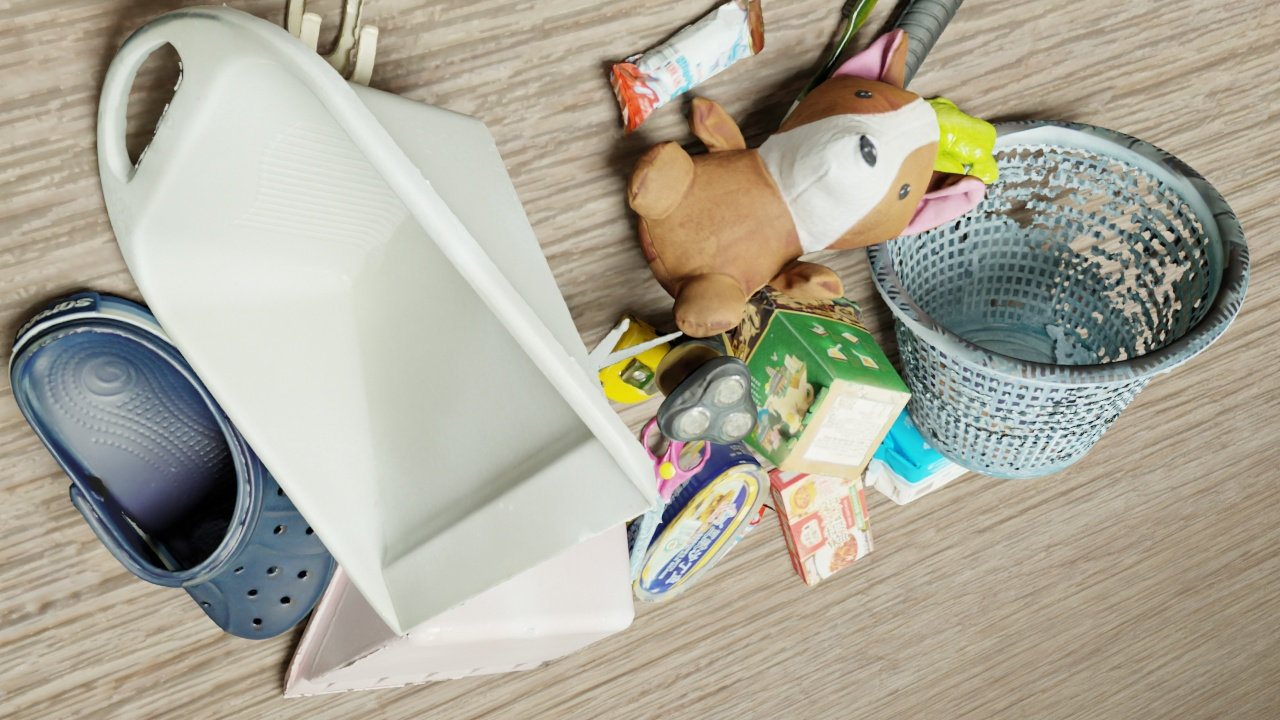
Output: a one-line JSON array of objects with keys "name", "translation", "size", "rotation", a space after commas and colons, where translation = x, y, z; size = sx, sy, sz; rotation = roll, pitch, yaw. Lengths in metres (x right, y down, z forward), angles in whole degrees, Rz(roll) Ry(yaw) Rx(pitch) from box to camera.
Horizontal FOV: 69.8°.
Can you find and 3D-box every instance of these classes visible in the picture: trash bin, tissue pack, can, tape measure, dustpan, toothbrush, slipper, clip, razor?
[{"name": "trash bin", "translation": [0.272, -0.024, 0.658], "size": [0.226, 0.226, 0.195], "rotation": [-26, 144, -9]}, {"name": "tissue pack", "translation": [0.256, 0.061, 0.781], "size": [0.140, 0.063, 0.090], "rotation": [-26, 152, -8]}, {"name": "can", "translation": [0.038, 0.125, 0.732], "size": [0.074, 0.049, 0.148], "rotation": [28, 106, -40]}, {"name": "tape measure", "translation": [-0.004, 0.004, 0.635], "size": [0.057, 0.029, 0.060], "rotation": [26, 108, -39]}, {"name": "dustpan", "translation": [-0.148, -0.015, 0.414], "size": [0.142, 0.257, 0.223], "rotation": [1, 154, -44]}, {"name": "toothbrush", "translation": [0.093, -0.151, 0.585], "size": [0.012, 0.017, 0.186], "rotation": [14, 117, -37]}, {"name": "slipper", "translation": [-0.246, 0.075, 0.518], "size": [0.105, 0.095, 0.253], "rotation": [-25, 128, -7]}, {"name": "dustpan", "translation": [-0.117, 0.147, 0.674], "size": [0.222, 0.138, 0.274], "rotation": [7, 152, -37]}, {"name": "clip", "translation": [-0.150, -0.131, 0.436], "size": [0.035, 0.094, 0.102], "rotation": [4, 110, -30]}, {"name": "razor", "translation": [0.042, 0.006, 0.584], "size": [0.067, 0.167, 0.062], "rotation": [43, 104, -8]}]

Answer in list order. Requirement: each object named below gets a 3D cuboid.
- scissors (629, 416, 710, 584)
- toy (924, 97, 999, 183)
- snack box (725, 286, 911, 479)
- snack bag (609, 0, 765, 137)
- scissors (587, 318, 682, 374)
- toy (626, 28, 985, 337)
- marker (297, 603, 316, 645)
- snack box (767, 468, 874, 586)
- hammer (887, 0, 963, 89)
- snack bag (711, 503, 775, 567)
[{"name": "scissors", "translation": [0.012, 0.107, 0.692], "size": [0.054, 0.017, 0.133], "rotation": [19, 95, 5]}, {"name": "toy", "translation": [0.188, -0.136, 0.609], "size": [0.100, 0.097, 0.031], "rotation": [-53, 170, -18]}, {"name": "snack box", "translation": [0.123, 0.024, 0.665], "size": [0.117, 0.105, 0.118], "rotation": [10, 118, -34]}, {"name": "snack bag", "translation": [0.028, -0.172, 0.526], "size": [0.104, 0.026, 0.048], "rotation": [-29, 144, -5]}, {"name": "scissors", "translation": [-0.037, 0.012, 0.577], "size": [0.166, 0.012, 0.155], "rotation": [-10, 158, 17]}, {"name": "toy", "translation": [0.093, -0.103, 0.537], "size": [0.199, 0.130, 0.140], "rotation": [-23, 95, -4]}, {"name": "marker", "translation": [-0.230, 0.185, 0.659], "size": [0.018, 0.015, 0.124], "rotation": [11, 120, -33]}, {"name": "snack box", "translation": [0.164, 0.138, 0.824], "size": [0.075, 0.025, 0.153], "rotation": [-28, 132, -8]}, {"name": "hammer", "translation": [0.217, -0.278, 0.546], "size": [0.128, 0.033, 0.301], "rotation": [19, 113, -35]}, {"name": "snack bag", "translation": [0.068, 0.149, 0.781], "size": [0.105, 0.026, 0.045], "rotation": [-48, 141, 14]}]
